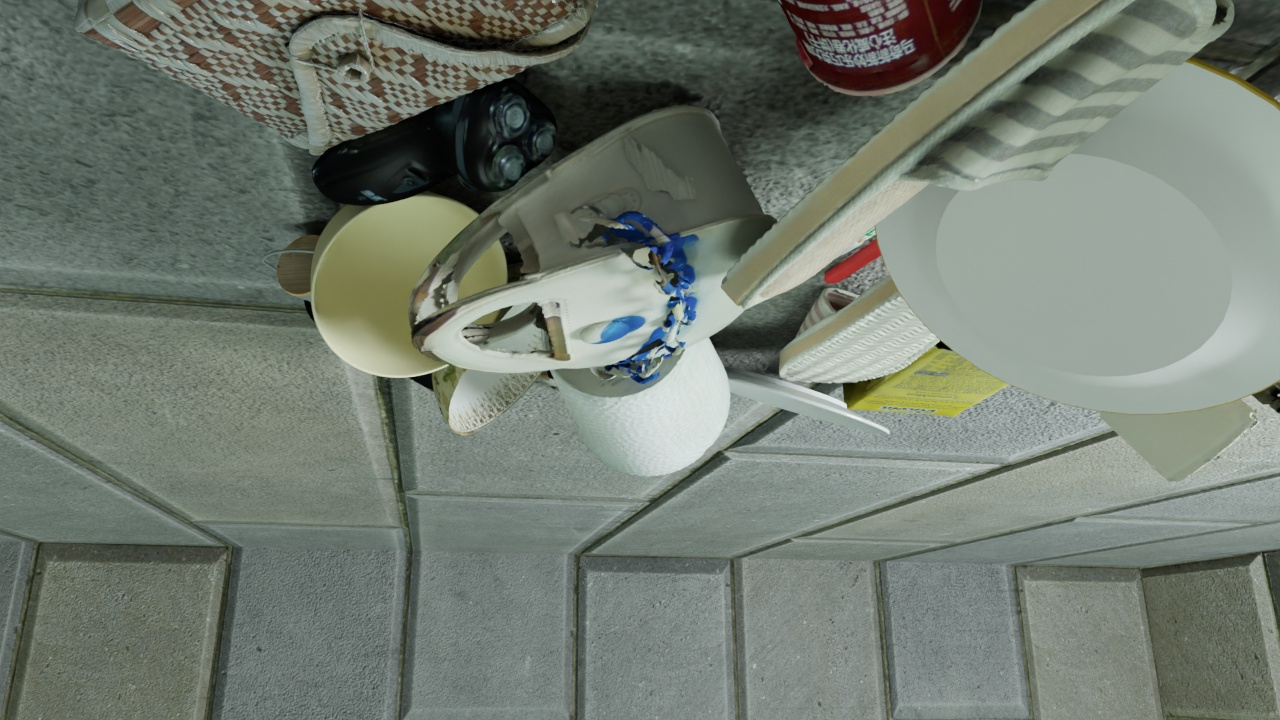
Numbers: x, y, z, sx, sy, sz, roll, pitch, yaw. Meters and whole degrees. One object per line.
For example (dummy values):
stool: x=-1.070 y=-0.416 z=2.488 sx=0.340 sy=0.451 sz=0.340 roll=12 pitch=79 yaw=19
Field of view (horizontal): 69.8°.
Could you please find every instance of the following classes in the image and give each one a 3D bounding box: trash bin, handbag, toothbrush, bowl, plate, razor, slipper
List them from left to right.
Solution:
handbag: x=-0.123 y=-0.141 z=0.376 sx=0.186 sy=0.047 sz=0.124 roll=-11 pitch=158 yaw=30
bowl: x=-0.151 y=-0.058 z=0.569 sx=0.117 sy=0.118 sz=0.074 roll=15 pitch=-161 yaw=-39
razor: x=-0.109 y=-0.102 z=0.465 sx=0.141 sy=0.063 sz=0.053 roll=-14 pitch=156 yaw=29
bowl: x=-0.110 y=-0.023 z=0.663 sx=0.063 sy=0.145 sz=0.145 roll=35 pitch=167 yaw=13
handbag: x=-0.027 y=-0.037 z=0.510 sx=0.199 sy=0.093 sz=0.201 roll=-24 pitch=164 yaw=-6
trash bin: x=-0.004 y=0.004 z=0.689 sx=0.133 sy=0.133 sz=0.161 roll=-3 pitch=160 yaw=9
plate: x=0.132 y=0.032 z=0.863 sx=0.208 sy=0.015 sz=0.208 roll=17 pitch=177 yaw=1
slipper: x=0.183 y=-0.030 z=0.709 sx=0.115 sy=0.052 sz=0.263 roll=1 pitch=166 yaw=-9
toothbrush: x=0.173 y=-0.091 z=0.589 sx=0.012 sy=0.018 sz=0.213 roll=5 pitch=165 yaw=-17
slipper: x=0.143 y=-0.093 z=0.388 sx=0.273 sy=0.054 sz=0.114 roll=-36 pitch=168 yaw=36
plate: x=0.225 y=-0.051 z=0.472 sx=0.230 sy=0.021 sz=0.230 roll=28 pitch=147 yaw=20

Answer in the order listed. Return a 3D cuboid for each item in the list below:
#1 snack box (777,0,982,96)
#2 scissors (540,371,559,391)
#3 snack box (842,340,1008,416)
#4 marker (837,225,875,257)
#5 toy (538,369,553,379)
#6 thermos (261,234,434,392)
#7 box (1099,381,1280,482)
snack box: x=0.069 y=-0.151 z=0.306 sx=0.072 sy=0.072 sz=0.121 roll=-9 pitch=159 yaw=26
scissors: x=-0.082 y=0.016 z=0.895 sx=0.158 sy=0.012 sz=0.171 roll=3 pitch=168 yaw=19
snack box: x=0.273 y=0.003 z=0.825 sx=0.121 sy=0.045 sz=0.181 roll=4 pitch=159 yaw=-11
marker: x=0.119 y=-0.071 z=0.639 sx=0.017 sy=0.017 sz=0.146 roll=9 pitch=160 yaw=-26
toy: x=-0.052 y=0.007 z=0.814 sx=0.100 sy=0.063 sz=0.076 roll=-1 pitch=-159 yaw=-27
thermos: x=-0.192 y=-0.034 z=0.679 sx=0.061 sy=0.061 sz=0.231 roll=-5 pitch=161 yaw=15
box: x=0.326 y=-0.033 z=0.526 sx=0.098 sy=0.143 sz=0.184 roll=-19 pitch=150 yaw=-36
